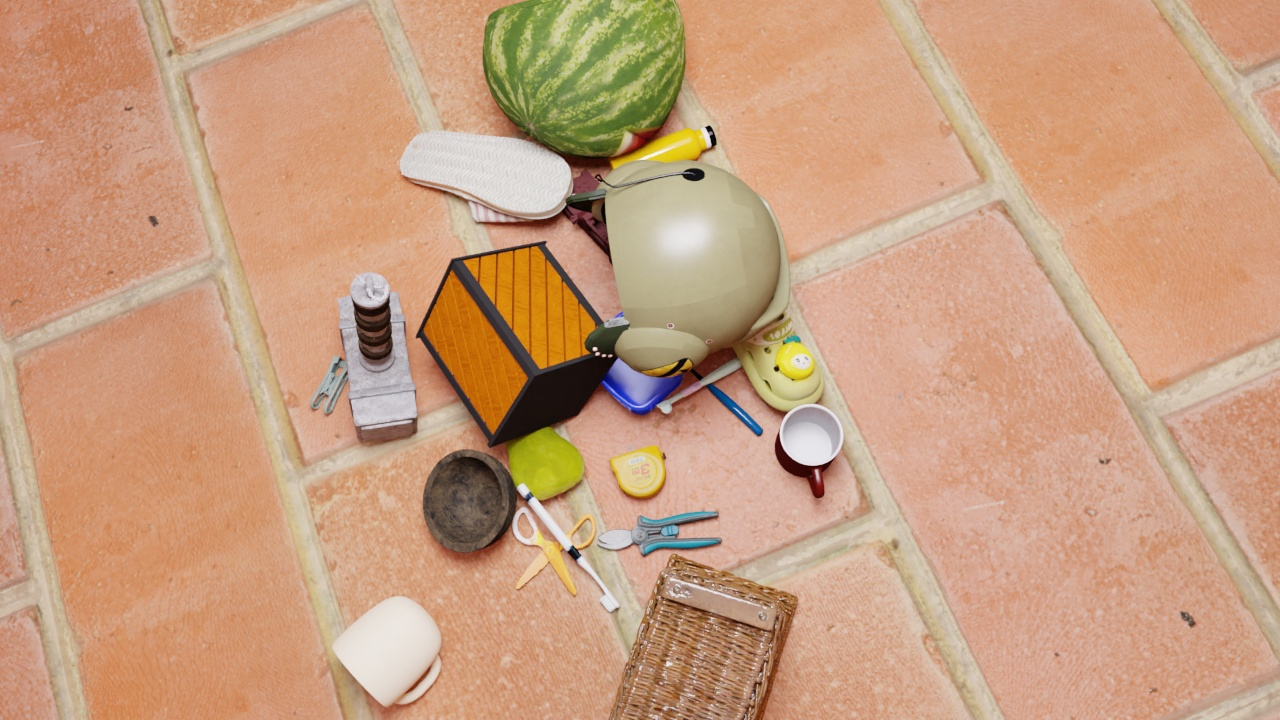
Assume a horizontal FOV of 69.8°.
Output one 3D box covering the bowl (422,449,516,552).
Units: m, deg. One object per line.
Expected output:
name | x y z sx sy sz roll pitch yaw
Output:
bowl | -0.197 0.169 1.108 0.121 0.056 0.121 -4 80 24

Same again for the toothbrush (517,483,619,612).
toothbrush | -0.087 0.222 1.087 0.017 0.012 0.187 -39 90 -5

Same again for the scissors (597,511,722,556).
scissors | 0.026 0.203 1.105 0.133 0.019 0.145 34 80 15

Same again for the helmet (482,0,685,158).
helmet | -0.067 -0.378 1.178 0.243 0.214 0.246 47 70 -2

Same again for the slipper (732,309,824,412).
slipper | 0.163 -0.030 1.124 0.091 0.082 0.190 -23 68 -28

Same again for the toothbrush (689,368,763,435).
toothbrush | 0.091 0.034 1.152 0.168 0.014 0.014 43 72 14

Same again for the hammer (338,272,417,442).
hammer | -0.302 -0.033 1.043 0.079 0.327 0.176 -8 72 -16

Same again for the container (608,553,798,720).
container | 0.060 0.341 0.974 0.162 0.183 0.249 17 75 11

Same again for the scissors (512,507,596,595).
scissors | -0.111 0.226 1.113 0.131 0.011 0.125 40 79 16

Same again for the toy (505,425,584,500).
toy | -0.122 0.115 1.125 0.090 0.051 0.110 -26 73 -5

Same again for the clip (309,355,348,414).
clip | -0.399 0.032 1.187 0.044 0.023 0.076 19 74 12

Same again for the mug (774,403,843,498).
mug | 0.201 0.112 1.084 0.073 0.082 0.105 -9 73 2

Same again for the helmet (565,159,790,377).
helmet | 0.049 -0.105 1.035 0.233 0.256 0.250 -10 75 6

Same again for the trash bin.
trash bin | -0.145 -0.022 1.088 0.139 0.140 0.171 -19 65 -44

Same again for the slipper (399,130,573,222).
slipper | -0.207 -0.245 1.237 0.263 0.052 0.115 18 74 22

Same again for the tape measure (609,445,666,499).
tape measure | 0.002 0.138 1.119 0.068 0.030 0.059 -19 73 1

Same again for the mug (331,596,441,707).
mug | -0.276 0.334 1.056 0.099 0.096 0.120 -42 113 -20

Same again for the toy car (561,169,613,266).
toy car | -0.042 -0.181 1.200 0.070 0.062 0.170 -40 75 -8

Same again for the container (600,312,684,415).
container | -0.007 0.007 1.144 0.096 0.058 0.114 -42 75 -8

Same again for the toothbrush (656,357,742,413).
toothbrush | 0.087 0.023 1.139 0.154 0.015 0.022 -30 40 -18

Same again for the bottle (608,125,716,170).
bottle | 0.031 -0.278 1.233 0.143 0.043 0.043 -21 73 -2
